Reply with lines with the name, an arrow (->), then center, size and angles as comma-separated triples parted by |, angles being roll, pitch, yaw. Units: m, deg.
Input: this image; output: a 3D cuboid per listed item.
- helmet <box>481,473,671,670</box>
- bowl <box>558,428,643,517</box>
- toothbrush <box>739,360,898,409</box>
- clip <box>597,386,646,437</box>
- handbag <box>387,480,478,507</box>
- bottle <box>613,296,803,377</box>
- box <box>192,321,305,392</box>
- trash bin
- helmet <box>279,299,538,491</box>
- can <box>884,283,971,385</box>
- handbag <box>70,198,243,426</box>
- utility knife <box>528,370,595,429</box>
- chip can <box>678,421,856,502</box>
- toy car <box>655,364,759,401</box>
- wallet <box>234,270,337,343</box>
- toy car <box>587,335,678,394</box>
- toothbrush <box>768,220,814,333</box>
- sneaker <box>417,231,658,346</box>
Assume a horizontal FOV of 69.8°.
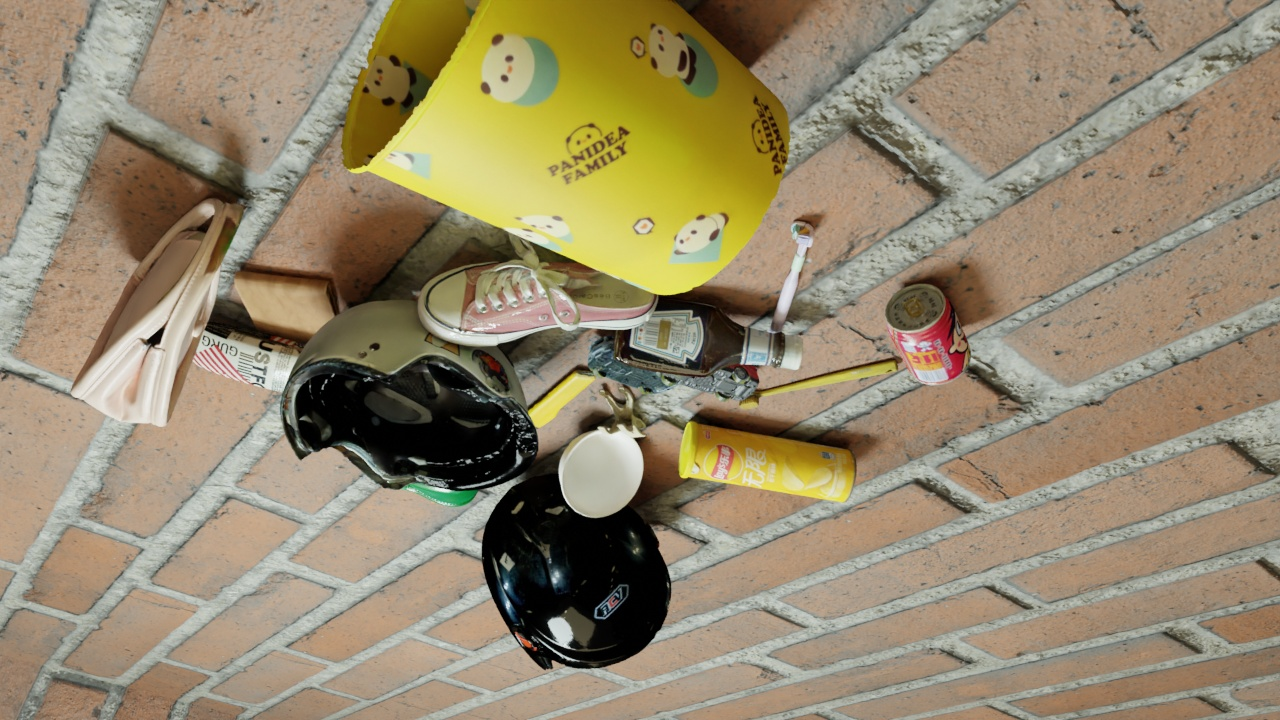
helmet -> -0.090, 0.284, 1.247 | 0.275, 0.233, 0.230 | 26, 148, 51
bowl -> -0.062, 0.137, 1.190 | 0.118, 0.118, 0.065 | 34, 175, -32
toothbrush -> 0.202, 0.029, 1.058 | 0.190, 0.016, 0.015 | -14, 141, 25
clip -> -0.022, 0.080, 1.121 | 0.035, 0.095, 0.102 | -8, 130, 18
handbag -> -0.246, 0.111, 1.141 | 0.120, 0.131, 0.068 | 14, 139, -5
bottle -> 0.072, -0.021, 0.964 | 0.195, 0.080, 0.044 | 8, -174, 1
box -> -0.442, 0.001, 1.060 | 0.164, 0.052, 0.069 | 14, 138, -10
trash bin -> -0.045, -0.180, 0.662 | 0.255, 0.229, 0.230 | 26, 139, -33
helmet -> -0.246, 0.026, 1.007 | 0.273, 0.156, 0.231 | 21, 136, -33
can -> 0.291, -0.027, 0.930 | 0.067, 0.066, 0.094 | -15, 138, 26
handbag -> -0.455, -0.065, 0.905 | 0.093, 0.193, 0.235 | 27, 129, -29
utility knife -> -0.103, 0.048, 1.131 | 0.033, 0.015, 0.157 | 22, 140, -29
chip can -> 0.158, 0.128, 1.152 | 0.213, 0.071, 0.072 | 9, 143, -6
toy car -> 0.074, 0.009, 1.028 | 0.120, 0.045, 0.053 | 16, 140, -20
wallet -> -0.392, -0.056, 1.034 | 0.101, 0.020, 0.115 | 7, 146, -2
toy car -> -0.006, 0.006, 1.045 | 0.120, 0.036, 0.054 | 25, 140, -38
toothbrush -> 0.148, -0.068, 0.936 | 0.021, 0.029, 0.190 | -26, 150, -21
sneaker -> -0.102, -0.070, 0.900 | 0.241, 0.118, 0.088 | -2, 158, -1
